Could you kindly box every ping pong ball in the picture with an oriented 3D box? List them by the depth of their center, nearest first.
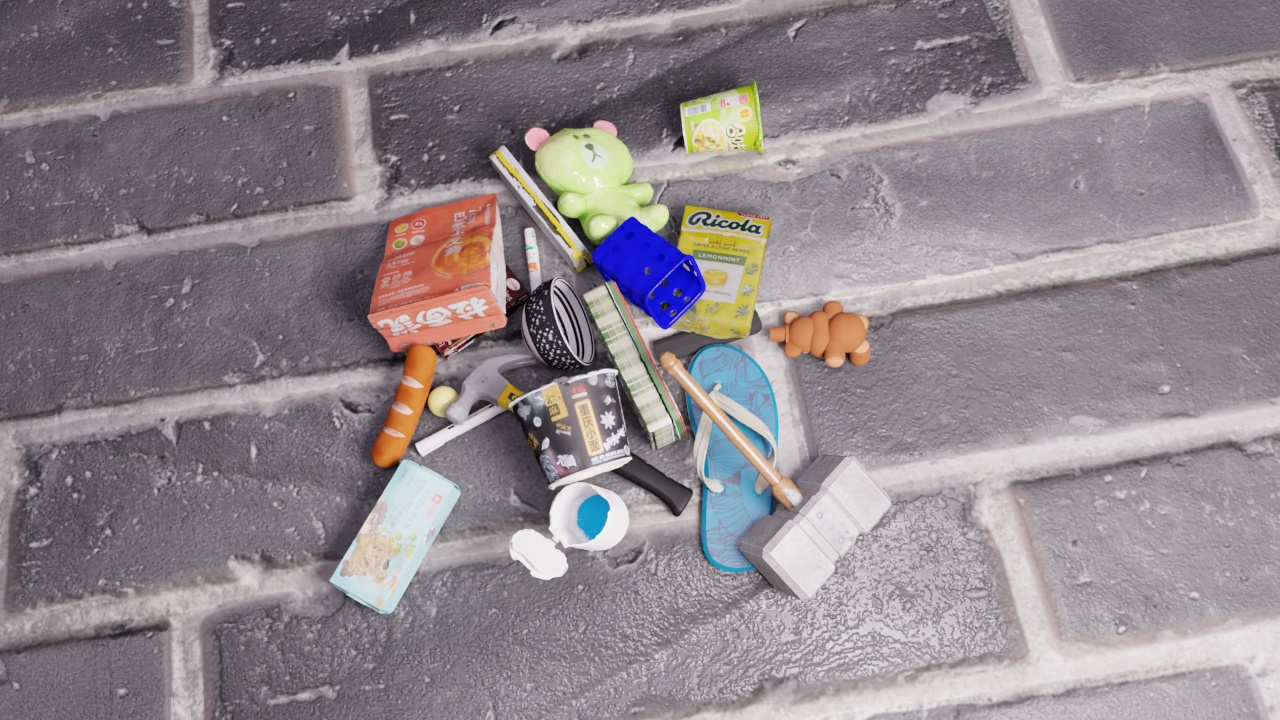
[{"bbox_3d":[-0.255,0.053,1.187,0.040,0.040,0.040,0,71,1],"label":"ping pong ball"}]

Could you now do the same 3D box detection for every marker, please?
[{"bbox_3d":[-0.228,0.085,1.187,0.133,0.017,0.020,-28,57,-8],"label":"marker"},{"bbox_3d":[-0.144,-0.114,1.255,0.017,0.017,0.145,-9,71,-2],"label":"marker"}]

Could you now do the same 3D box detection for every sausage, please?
[{"bbox_3d":[-0.300,0.059,1.173,0.039,0.044,0.164,19,88,31],"label":"sausage"}]

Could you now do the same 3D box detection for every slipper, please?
[{"bbox_3d":[0.120,0.113,1.147,0.118,0.060,0.294,0,72,-3],"label":"slipper"}]

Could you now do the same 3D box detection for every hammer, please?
[{"bbox_3d":[0.130,0.109,1.073,0.162,0.083,0.317,-44,99,-15],"label":"hammer"},{"bbox_3d":[-0.079,0.097,1.164,0.323,0.029,0.126,29,66,6],"label":"hammer"}]

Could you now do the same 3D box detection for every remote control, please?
[{"bbox_3d":[0.089,-0.033,1.221,0.146,0.015,0.033,-18,71,-5],"label":"remote control"}]

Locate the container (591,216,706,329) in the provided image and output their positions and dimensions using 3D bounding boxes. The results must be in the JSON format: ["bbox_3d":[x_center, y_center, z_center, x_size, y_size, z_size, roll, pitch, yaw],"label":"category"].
[{"bbox_3d":[0.010,-0.113,1.170,0.084,0.085,0.113,-45,56,-7],"label":"container"}]

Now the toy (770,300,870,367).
[{"bbox_3d":[0.235,-0.031,1.201,0.128,0.065,0.094,-1,63,10],"label":"toy"}]

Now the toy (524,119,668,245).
[{"bbox_3d":[-0.060,-0.237,1.253,0.150,0.107,0.196,-17,61,-25],"label":"toy"}]

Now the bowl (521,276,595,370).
[{"bbox_3d":[-0.114,-0.041,1.182,0.066,0.120,0.120,-19,70,16],"label":"bowl"}]

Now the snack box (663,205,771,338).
[{"bbox_3d":[0.101,-0.119,1.226,0.121,0.045,0.180,10,66,8],"label":"snack box"}]

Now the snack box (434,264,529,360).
[{"bbox_3d":[-0.220,-0.065,1.232,0.140,0.032,0.051,-36,74,-11],"label":"snack box"}]

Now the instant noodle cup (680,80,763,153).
[{"bbox_3d":[0.114,-0.335,1.289,0.108,0.099,0.098,-6,71,7],"label":"instant noodle cup"}]

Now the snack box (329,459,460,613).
[{"bbox_3d":[-0.298,0.215,1.126,0.075,0.053,0.174,26,74,9],"label":"snack box"}]

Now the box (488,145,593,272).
[{"bbox_3d":[-0.135,-0.210,1.264,0.037,0.064,0.209,-37,74,-4],"label":"box"}]

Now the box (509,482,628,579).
[{"bbox_3d":[-0.080,0.201,1.077,0.126,0.156,0.084,-43,71,-2],"label":"box"}]

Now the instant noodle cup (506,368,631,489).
[{"bbox_3d":[-0.075,0.083,1.090,0.137,0.137,0.112,-19,80,-5],"label":"instant noodle cup"}]

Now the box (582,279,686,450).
[{"bbox_3d":[-0.007,0.007,1.158,0.051,0.118,0.205,-26,70,-5],"label":"box"}]

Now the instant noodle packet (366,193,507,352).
[{"bbox_3d":[-0.266,-0.135,1.217,0.164,0.084,0.220,-14,52,7],"label":"instant noodle packet"}]
